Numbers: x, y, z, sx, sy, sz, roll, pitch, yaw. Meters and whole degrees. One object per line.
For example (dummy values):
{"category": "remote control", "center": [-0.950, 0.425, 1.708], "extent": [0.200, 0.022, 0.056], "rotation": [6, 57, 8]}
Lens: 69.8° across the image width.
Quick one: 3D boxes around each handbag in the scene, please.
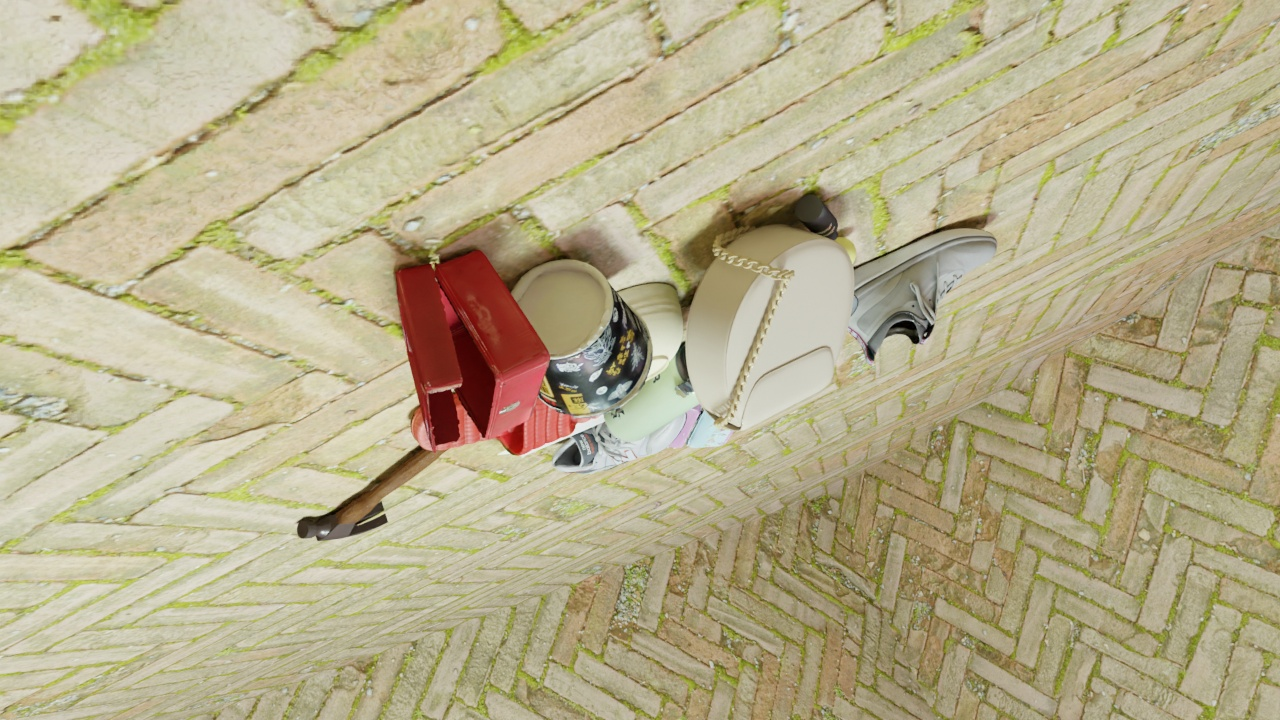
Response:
{"category": "handbag", "center": [0.148, -0.037, 0.994], "extent": [0.210, 0.103, 0.209], "rotation": [-22, 126, -37]}

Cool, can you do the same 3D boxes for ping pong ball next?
{"category": "ping pong ball", "center": [0.241, -0.129, 1.112], "extent": [0.040, 0.040, 0.040], "rotation": [-22, 162, -8]}

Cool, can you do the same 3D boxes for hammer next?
{"category": "hammer", "center": [-0.338, 0.168, 1.243], "extent": [0.324, 0.033, 0.115], "rotation": [-36, 157, 31]}

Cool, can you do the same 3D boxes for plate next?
{"category": "plate", "center": [-0.109, 0.102, 1.286], "extent": [0.188, 0.016, 0.188], "rotation": [-23, 177, -1]}

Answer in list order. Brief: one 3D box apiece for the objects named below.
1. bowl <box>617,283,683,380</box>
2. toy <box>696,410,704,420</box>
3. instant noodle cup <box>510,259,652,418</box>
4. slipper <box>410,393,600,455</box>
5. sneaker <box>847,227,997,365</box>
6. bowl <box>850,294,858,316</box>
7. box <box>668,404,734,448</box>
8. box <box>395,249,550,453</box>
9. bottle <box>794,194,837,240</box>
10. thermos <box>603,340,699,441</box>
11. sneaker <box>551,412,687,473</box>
{"category": "bowl", "center": [-0.012, -0.017, 1.055], "extent": [0.150, 0.075, 0.151], "rotation": [-21, 163, -7]}
{"category": "toy", "center": [0.119, 0.069, 1.519], "extent": [0.054, 0.041, 0.102], "rotation": [-60, -177, -18]}
{"category": "instant noodle cup", "center": [-0.066, -0.027, 0.887], "extent": [0.137, 0.137, 0.112], "rotation": [-25, 153, 2]}
{"category": "slipper", "center": [-0.148, 0.071, 1.107], "extent": [0.248, 0.059, 0.104], "rotation": [-9, 135, -23]}
{"category": "sneaker", "center": [0.390, -0.092, 1.267], "extent": [0.263, 0.128, 0.097], "rotation": [-24, 163, -6]}
{"category": "bowl", "center": [0.226, -0.077, 1.217], "extent": [0.114, 0.045, 0.114], "rotation": [-11, 152, -6]}
{"category": "box", "center": [0.087, 0.101, 1.495], "extent": [0.151, 0.034, 0.214], "rotation": [3, 158, -4]}
{"category": "box", "center": [-0.153, -0.007, 0.820], "extent": [0.110, 0.134, 0.158], "rotation": [-18, 162, -17]}
{"category": "bottle", "center": [0.199, -0.152, 1.011], "extent": [0.030, 0.030, 0.113], "rotation": [-30, 161, 18]}
{"category": "thermos", "center": [0.039, 0.033, 1.143], "extent": [0.082, 0.082, 0.232], "rotation": [-11, 164, -36]}
{"category": "sneaker", "center": [-0.045, 0.121, 1.385], "extent": [0.124, 0.088, 0.241], "rotation": [-10, 161, -46]}
